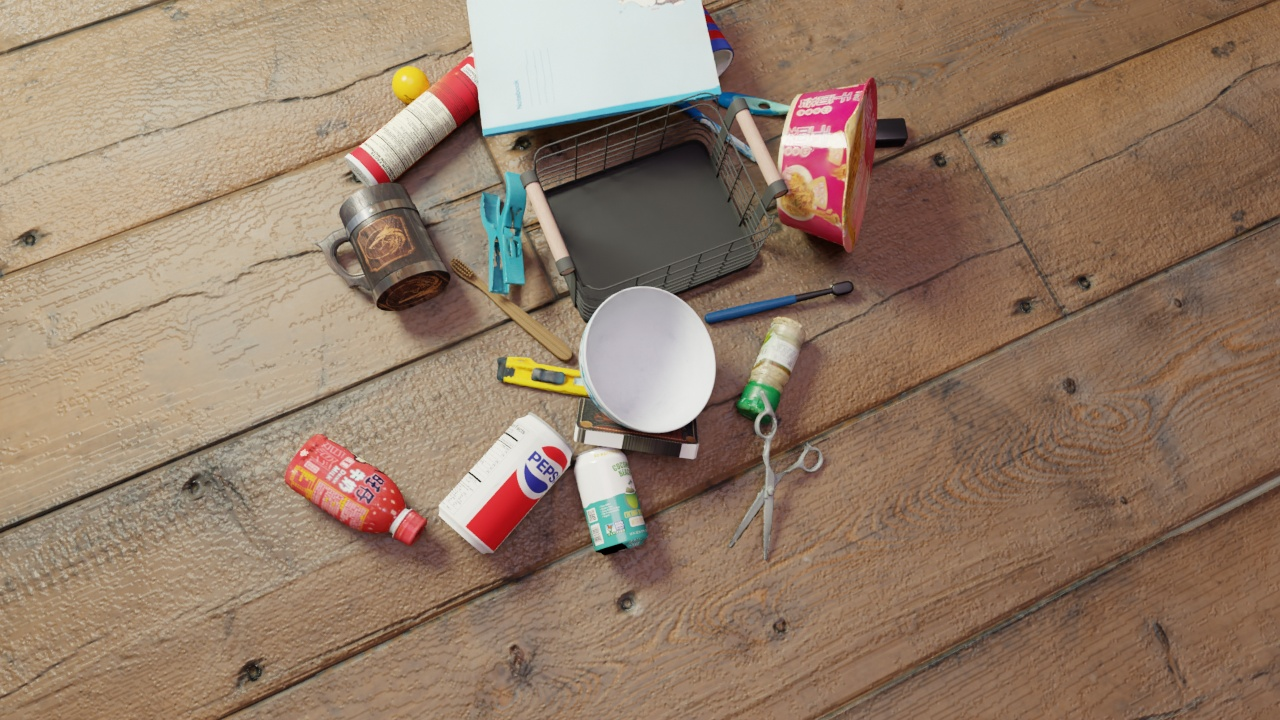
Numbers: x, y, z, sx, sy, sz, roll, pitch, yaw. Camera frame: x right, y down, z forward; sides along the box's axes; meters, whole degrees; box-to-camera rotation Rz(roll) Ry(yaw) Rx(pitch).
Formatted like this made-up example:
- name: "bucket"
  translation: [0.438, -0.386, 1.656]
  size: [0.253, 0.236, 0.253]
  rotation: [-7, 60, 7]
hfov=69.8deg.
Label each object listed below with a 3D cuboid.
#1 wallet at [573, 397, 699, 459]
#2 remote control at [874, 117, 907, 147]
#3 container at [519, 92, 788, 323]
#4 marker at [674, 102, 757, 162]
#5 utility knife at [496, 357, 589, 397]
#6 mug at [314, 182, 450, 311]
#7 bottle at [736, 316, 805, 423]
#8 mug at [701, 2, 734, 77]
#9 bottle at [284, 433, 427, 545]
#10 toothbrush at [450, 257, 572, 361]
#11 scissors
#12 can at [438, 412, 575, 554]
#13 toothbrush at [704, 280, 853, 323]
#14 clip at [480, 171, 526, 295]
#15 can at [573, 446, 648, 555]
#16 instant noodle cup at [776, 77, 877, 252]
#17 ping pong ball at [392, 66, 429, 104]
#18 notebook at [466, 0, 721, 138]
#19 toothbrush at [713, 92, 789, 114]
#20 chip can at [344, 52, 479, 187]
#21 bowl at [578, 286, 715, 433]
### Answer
- name: "wallet"
  translation: [-0.004, 0.068, 0.927]
  size: [0.123, 0.072, 0.019]
  rotation: [9, 115, -3]
- name: "remote control"
  translation: [0.237, -0.260, 1.052]
  size: [0.136, 0.015, 0.032]
  rotation: [-4, 76, -5]
- name: "container"
  translation: [0.010, -0.158, 0.949]
  size: [0.241, 0.130, 0.162]
  rotation: [-21, 79, -9]
- name: "marker"
  translation: [0.079, -0.269, 1.044]
  size: [0.142, 0.013, 0.013]
  rotation: [37, 76, 5]
- name: "utility knife"
  translation: [-0.070, 0.021, 0.960]
  size: [0.164, 0.017, 0.030]
  rotation: [10, 85, -5]
- name: "mug"
  translation: [-0.270, -0.109, 0.948]
  size: [0.116, 0.080, 0.107]
  rotation: [-28, 78, 6]
- name: "bottle"
  translation: [0.138, 0.009, 0.963]
  size: [0.043, 0.043, 0.111]
  rotation: [24, 75, 2]
- name: "mug"
  translation: [0.038, -0.346, 1.025]
  size: [0.111, 0.075, 0.076]
  rotation: [-28, 80, -15]
- name: "bottle"
  translation: [-0.272, 0.131, 0.892]
  size: [0.137, 0.062, 0.062]
  rotation: [32, 76, 3]
- name: "toothbrush"
  translation: [-0.138, -0.055, 0.972]
  size: [0.167, 0.016, 0.016]
  rotation: [39, 74, 5]
- name: "scissors"
  translation: [0.127, 0.115, 0.930]
  size: [0.141, 0.014, 0.162]
  rotation: [-32, 107, -23]
- name: "can"
  translation: [-0.131, 0.120, 0.900]
  size: [0.070, 0.070, 0.132]
  rotation: [40, 76, 6]
- name: "toothbrush"
  translation: [0.150, -0.063, 0.996]
  size: [0.167, 0.014, 0.014]
  rotation: [-13, 89, -4]
- name: "clip"
  translation: [-0.154, -0.134, 0.978]
  size: [0.031, 0.121, 0.130]
  rotation: [5, 95, -38]
- name: "can"
  translation: [-0.030, 0.138, 0.912]
  size: [0.055, 0.055, 0.101]
  rotation: [-14, 77, -8]
- name: "instant noodle cup"
  translation: [0.195, -0.207, 0.964]
  size: [0.078, 0.178, 0.178]
  rotation: [10, 74, 20]
- name: "ping pong ball"
  translation: [-0.253, -0.303, 1.011]
  size: [0.040, 0.040, 0.040]
  rotation: [1, 76, -4]
- name: "notebook"
  translation: [-0.053, -0.337, 0.982]
  size: [0.253, 0.009, 0.181]
  rotation: [-10, 72, 0]
- name: "toothbrush"
  translation: [0.150, -0.290, 1.051]
  size: [0.135, 0.017, 0.022]
  rotation: [10, 77, 6]
- name: "chip can"
  translation: [-0.222, -0.269, 1.000]
  size: [0.052, 0.052, 0.214]
  rotation: [44, 77, 7]
- name: "bowl"
  translation: [-0.005, 0.005, 0.916]
  size: [0.143, 0.074, 0.143]
  rotation: [6, 76, -27]
